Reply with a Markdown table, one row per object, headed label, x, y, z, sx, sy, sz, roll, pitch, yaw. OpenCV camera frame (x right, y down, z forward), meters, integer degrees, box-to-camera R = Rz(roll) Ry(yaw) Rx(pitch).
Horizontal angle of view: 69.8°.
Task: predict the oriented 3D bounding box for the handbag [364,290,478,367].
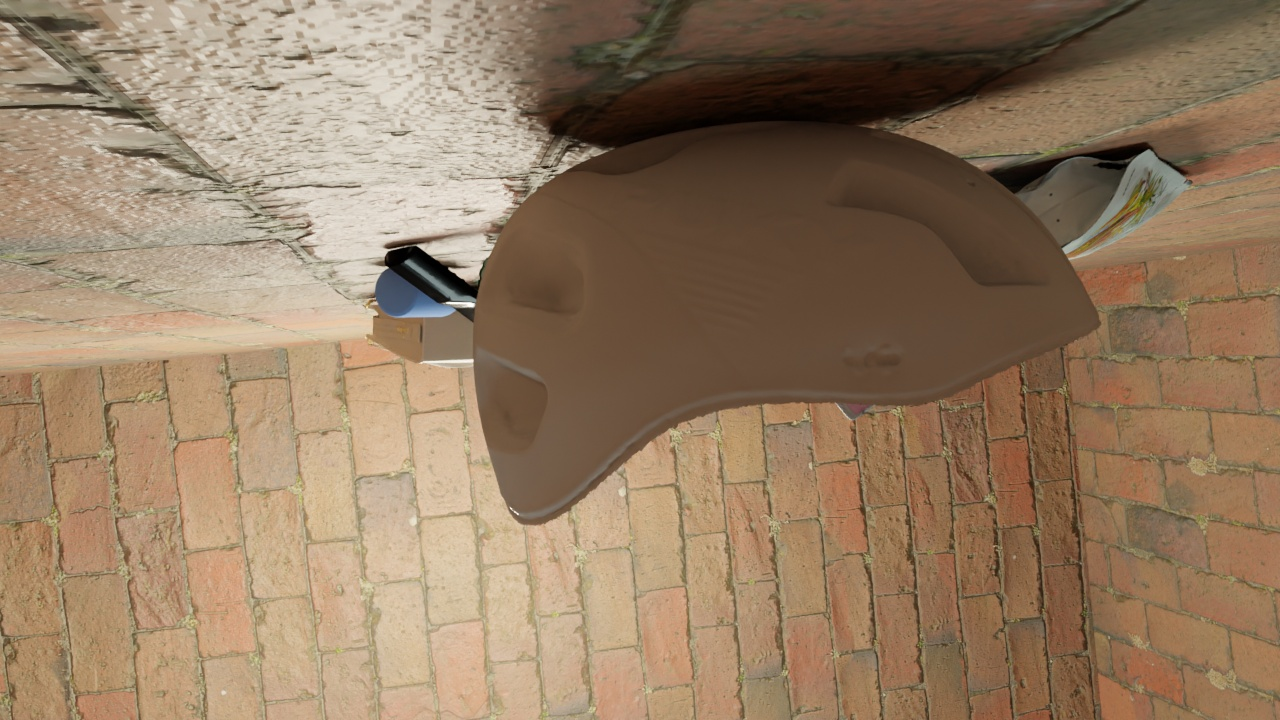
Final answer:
| label | x | y | z | sx | sy | sz | roll | pitch | yaw |
| --- | --- | --- | --- | --- | --- | --- | --- | --- | --- |
| handbag | -0.276 | -0.049 | 1.243 | 0.198 | 0.101 | 0.194 | 10 | -171 | 42 |

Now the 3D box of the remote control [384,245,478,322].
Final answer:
| label | x | y | z | sx | sy | sz | roll | pitch | yaw |
| --- | --- | --- | --- | --- | --- | --- | --- | --- | --- |
| remote control | -0.148 | -0.048 | 0.762 | 0.046 | 0.021 | 0.140 | -1 | 150 | 45 |

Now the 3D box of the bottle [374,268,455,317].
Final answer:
| label | x | y | z | sx | sy | sz | roll | pitch | yaw |
| --- | --- | --- | --- | --- | --- | --- | --- | --- | --- |
| bottle | -0.205 | -0.067 | 0.908 | 0.048 | 0.048 | 0.131 | -5 | -179 | 20 |

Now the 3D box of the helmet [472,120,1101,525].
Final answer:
| label | x | y | z | sx | sy | sz | roll | pitch | yaw |
| --- | --- | --- | --- | --- | --- | --- | --- | --- | --- |
| helmet | 0.062 | -0.018 | 0.435 | 0.282 | 0.184 | 0.224 | 1 | -172 | 9 |

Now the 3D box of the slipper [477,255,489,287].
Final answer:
| label | x | y | z | sx | sy | sz | roll | pitch | yaw |
| --- | --- | --- | --- | --- | --- | --- | --- | --- | --- |
| slipper | -0.001 | -0.054 | 0.687 | 0.277 | 0.116 | 0.069 | -10 | -153 | 21 |

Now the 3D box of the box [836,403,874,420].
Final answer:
| label | x | y | z | sx | sy | sz | roll | pitch | yaw |
| --- | --- | --- | --- | --- | --- | --- | --- | --- | --- |
| box | 0.294 | -0.036 | 0.992 | 0.232 | 0.098 | 0.099 | -38 | -151 | -3 |

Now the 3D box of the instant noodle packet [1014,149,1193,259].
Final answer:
| label | x | y | z | sx | sy | sz | roll | pitch | yaw |
| --- | --- | --- | --- | --- | --- | --- | --- | --- | --- |
| instant noodle packet | 0.358 | -0.109 | 0.733 | 0.147 | 0.057 | 0.268 | -33 | 163 | 32 |
